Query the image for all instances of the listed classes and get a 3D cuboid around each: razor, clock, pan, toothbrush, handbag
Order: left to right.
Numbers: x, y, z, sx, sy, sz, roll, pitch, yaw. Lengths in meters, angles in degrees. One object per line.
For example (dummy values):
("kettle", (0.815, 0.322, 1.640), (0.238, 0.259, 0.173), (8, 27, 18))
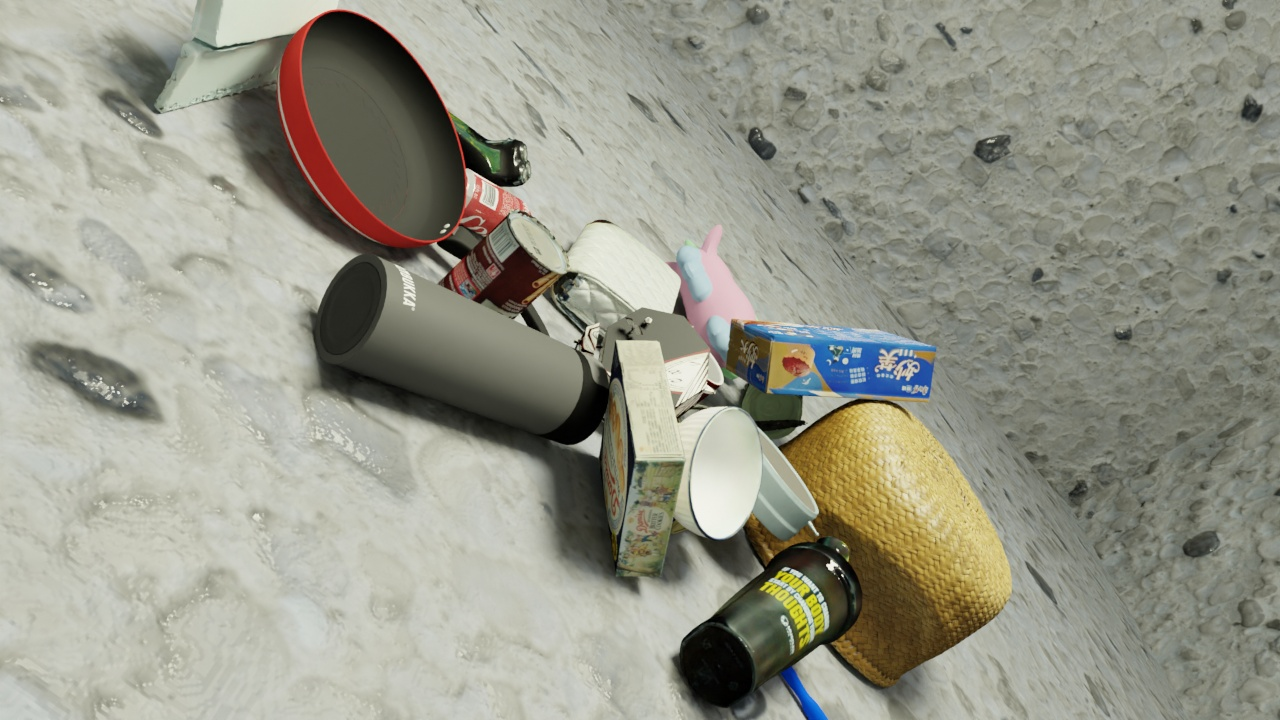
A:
("pan", (-0.195, -0.144, 0.840), (0.356, 0.067, 0.208), (59, 27, -29))
("razor", (-0.189, -0.250, 1.040), (0.151, 0.067, 0.053), (38, 20, -9))
("handbag", (-0.031, -0.087, 1.078), (0.139, 0.073, 0.194), (38, 24, -8))
("clock", (-0.005, 0.006, 0.915), (0.154, 0.065, 0.114), (-9, 66, -17))
("clock", (0.120, 0.111, 0.931), (0.159, 0.045, 0.122), (52, 11, -2))
("toothbrush", (0.142, 0.302, 0.863), (0.182, 0.016, 0.018), (56, 27, 14))

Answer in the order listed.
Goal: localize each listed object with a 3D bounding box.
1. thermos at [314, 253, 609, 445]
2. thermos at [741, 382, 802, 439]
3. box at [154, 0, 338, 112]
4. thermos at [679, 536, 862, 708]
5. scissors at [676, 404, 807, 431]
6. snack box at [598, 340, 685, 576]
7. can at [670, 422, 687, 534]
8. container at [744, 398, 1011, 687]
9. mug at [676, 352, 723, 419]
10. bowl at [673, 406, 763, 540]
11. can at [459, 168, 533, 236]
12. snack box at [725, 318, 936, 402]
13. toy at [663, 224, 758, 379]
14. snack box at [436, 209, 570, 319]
("thermos", (-0.129, 0.000, 0.726), (0.240, 0.082, 0.082), (26, 32, -47))
("thermos", (0.180, 0.046, 1.249), (0.082, 0.082, 0.231), (51, 13, 0))
("box", (-0.304, -0.268, 0.739), (0.041, 0.135, 0.196), (30, 24, -4))
("thermos", (0.122, 0.230, 0.815), (0.220, 0.098, 0.098), (-12, 65, -55))
("scissors", (0.117, 0.069, 1.076), (0.170, 0.013, 0.121), (-29, 64, -35))
("snack box", (-0.002, 0.082, 0.771), (0.042, 0.145, 0.144), (1, 39, -11))
("can", (0.045, 0.114, 0.922), (0.092, 0.057, 0.116), (56, 22, 17))
("container", (0.284, 0.193, 1.082), (0.307, 0.197, 0.306), (43, 22, -23))
("mug", (0.046, 0.024, 1.031), (0.105, 0.083, 0.073), (15, 41, -56))
("bowl", (0.054, 0.097, 0.822), (0.117, 0.062, 0.118), (-8, 101, -51))
("can", (-0.160, -0.158, 0.959), (0.096, 0.054, 0.054), (25, 33, -48))
("snack box", (0.223, -0.002, 1.105), (0.202, 0.069, 0.155), (4, 10, -13))
("toy", (0.103, -0.076, 1.285), (0.171, 0.120, 0.221), (52, 18, -23))
("snack box", (-0.126, -0.063, 0.780), (0.072, 0.121, 0.072), (42, 22, -22))
